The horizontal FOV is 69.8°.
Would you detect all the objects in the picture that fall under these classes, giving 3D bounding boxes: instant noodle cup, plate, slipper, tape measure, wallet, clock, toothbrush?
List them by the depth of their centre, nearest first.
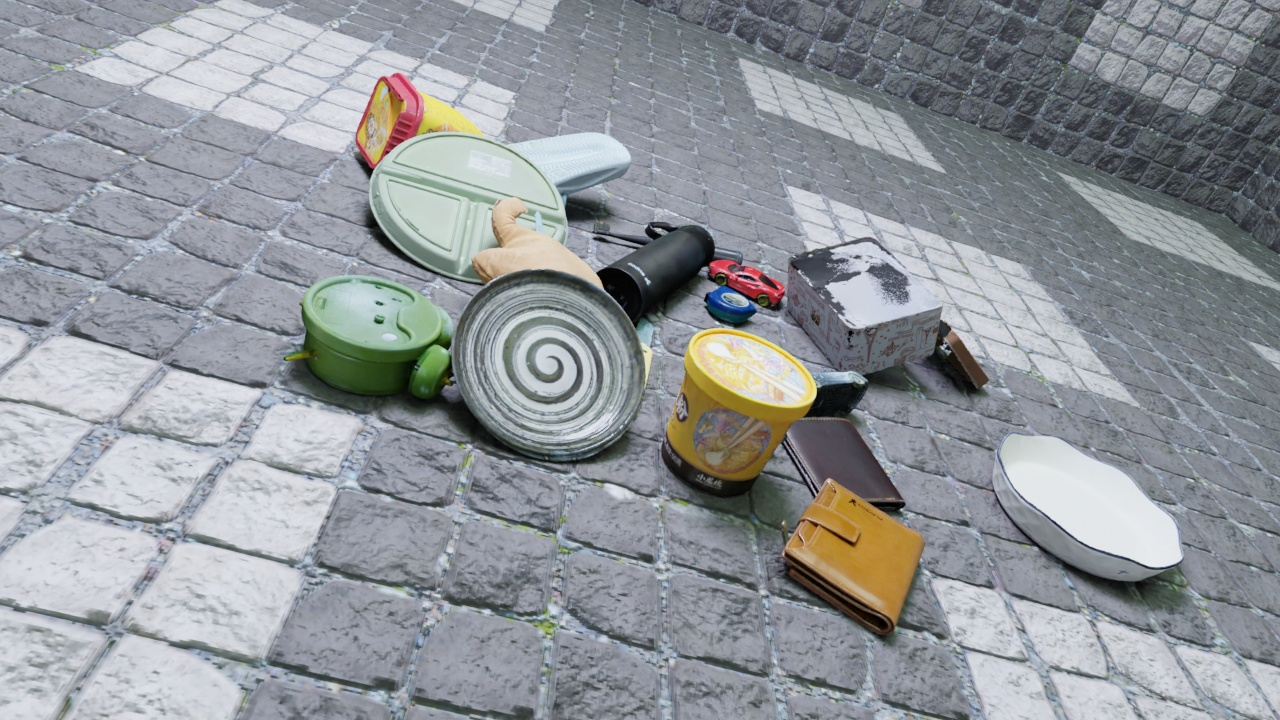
[{"bbox_3d":[0.179,0.162,0.790,0.119,0.035,0.130,35,33,11],"label":"wallet"},{"bbox_3d":[-0.219,-0.018,0.798,0.161,0.056,0.116,11,32,-17],"label":"clock"},{"bbox_3d":[-0.080,0.004,0.814,0.179,0.024,0.179,8,67,-20],"label":"plate"},{"bbox_3d":[0.081,0.050,0.824,0.118,0.115,0.118,16,31,-10],"label":"instant noodle cup"},{"bbox_3d":[0.196,0.101,0.914,0.096,0.020,0.122,2,36,-21],"label":"wallet"},{"bbox_3d":[0.466,0.156,0.975,0.205,0.046,0.204,15,30,-9],"label":"plate"},{"bbox_3d":[-0.190,-0.181,1.046,0.230,0.028,0.229,14,50,-17],"label":"plate"},{"bbox_3d":[0.108,-0.066,1.125,0.058,0.025,0.054,32,33,25],"label":"tape measure"},{"bbox_3d":[-0.274,-0.280,1.152,0.123,0.116,0.116,10,29,-43],"label":"instant noodle cup"},{"bbox_3d":[-0.122,-0.234,1.194,0.244,0.074,0.104,-23,56,-30],"label":"slipper"},{"bbox_3d":[0.037,-0.154,1.221,0.212,0.027,0.026,10,-6,-20],"label":"toothbrush"}]

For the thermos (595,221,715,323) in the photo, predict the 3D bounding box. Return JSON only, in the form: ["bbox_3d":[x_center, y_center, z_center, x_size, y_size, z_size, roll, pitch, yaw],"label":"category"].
[{"bbox_3d":[0.011,-0.114,1.097,0.090,0.069,0.241,35,30,8],"label":"thermos"}]

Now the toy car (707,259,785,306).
[{"bbox_3d":[0.139,-0.106,1.207,0.106,0.031,0.049,26,29,11],"label":"toy car"}]

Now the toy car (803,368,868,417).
[{"bbox_3d":[0.192,0.036,0.981,0.120,0.054,0.036,-1,39,-35],"label":"toy car"}]

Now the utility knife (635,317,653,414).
[{"bbox_3d":[-0.006,0.006,0.948,0.031,0.021,0.207,25,24,-6],"label":"utility knife"}]

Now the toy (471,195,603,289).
[{"bbox_3d":[-0.102,-0.081,0.937,0.143,0.083,0.225,21,33,-29],"label":"toy"}]

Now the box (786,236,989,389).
[{"bbox_3d":[0.322,-0.060,1.170,0.271,0.133,0.179,10,31,-30],"label":"box"}]

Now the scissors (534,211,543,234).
[{"bbox_3d":[-0.108,-0.103,1.005,0.133,0.017,0.131,37,51,-17],"label":"scissors"}]

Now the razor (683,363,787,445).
[{"bbox_3d":[0.087,0.046,0.923,0.043,0.028,0.132,-34,58,-19],"label":"razor"}]
